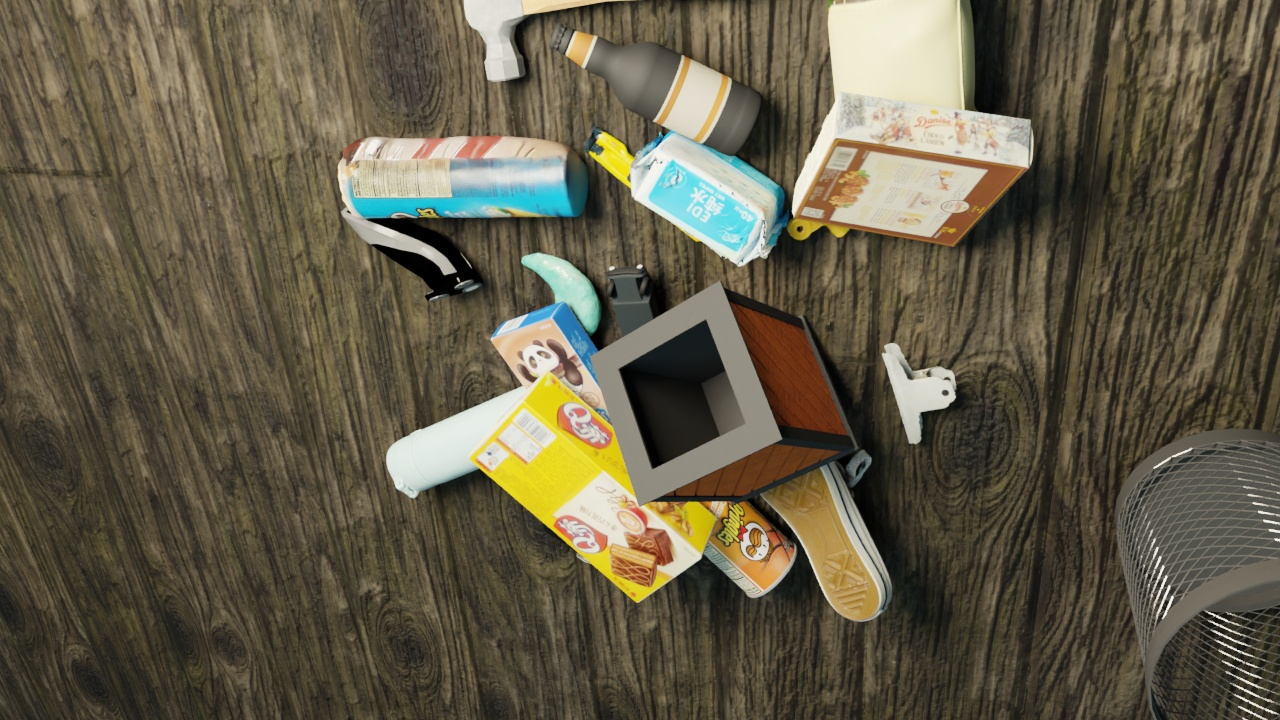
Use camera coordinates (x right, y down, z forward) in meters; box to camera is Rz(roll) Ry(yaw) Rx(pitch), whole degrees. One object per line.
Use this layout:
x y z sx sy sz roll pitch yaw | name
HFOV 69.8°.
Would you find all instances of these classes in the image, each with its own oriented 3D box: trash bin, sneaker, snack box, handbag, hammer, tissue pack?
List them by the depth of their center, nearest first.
0.207 -0.242 0.727 0.111 0.081 0.119 -1 117 25 | handbag
0.208 -0.147 0.729 0.147 0.041 0.143 9 163 0 | snack box
0.518 0.194 0.762 0.218 0.226 0.218 7 117 13 | trash bin
0.007 -0.318 0.771 0.329 0.039 0.131 0 114 16 | hammer
0.062 -0.145 0.808 0.144 0.092 0.062 32 123 0 | tissue pack
0.078 0.039 0.820 0.140 0.171 0.139 -29 68 27 | trash bin
-0.048 0.128 0.910 0.230 0.061 0.110 42 126 -6 | snack box
0.185 0.137 0.919 0.119 0.087 0.241 -35 81 40 | sneaker
-0.076 0.017 0.937 0.087 0.034 0.151 -16 118 36 | snack box

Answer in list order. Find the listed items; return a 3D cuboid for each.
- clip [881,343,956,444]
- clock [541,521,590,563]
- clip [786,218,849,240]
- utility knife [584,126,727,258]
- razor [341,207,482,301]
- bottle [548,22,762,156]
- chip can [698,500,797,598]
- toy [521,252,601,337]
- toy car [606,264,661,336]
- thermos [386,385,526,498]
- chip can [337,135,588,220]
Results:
0.272 0.025 0.879 0.058 0.050 0.102 -16 111 16 | clip
-0.047 0.175 1.016 0.115 0.064 0.154 -30 103 27 | clock
0.156 -0.129 0.827 0.049 0.044 0.054 -25 109 45 | clip
0.021 -0.155 0.862 0.179 0.017 0.031 37 129 -7 | utility knife
-0.236 -0.116 0.937 0.156 0.057 0.060 39 92 4 | razor
0.010 -0.235 0.774 0.181 0.059 0.059 22 121 -11 | bottle
0.063 0.151 0.965 0.215 0.075 0.075 43 119 -7 | chip can
-0.079 -0.058 0.930 0.085 0.033 0.105 11 122 22 | toy
-0.001 -0.047 0.907 0.046 0.034 0.112 -1 128 21 | toy car
-0.189 0.088 1.013 0.207 0.077 0.065 -23 138 24 | thermos
-0.167 -0.174 0.872 0.230 0.079 0.080 2 116 14 | chip can
